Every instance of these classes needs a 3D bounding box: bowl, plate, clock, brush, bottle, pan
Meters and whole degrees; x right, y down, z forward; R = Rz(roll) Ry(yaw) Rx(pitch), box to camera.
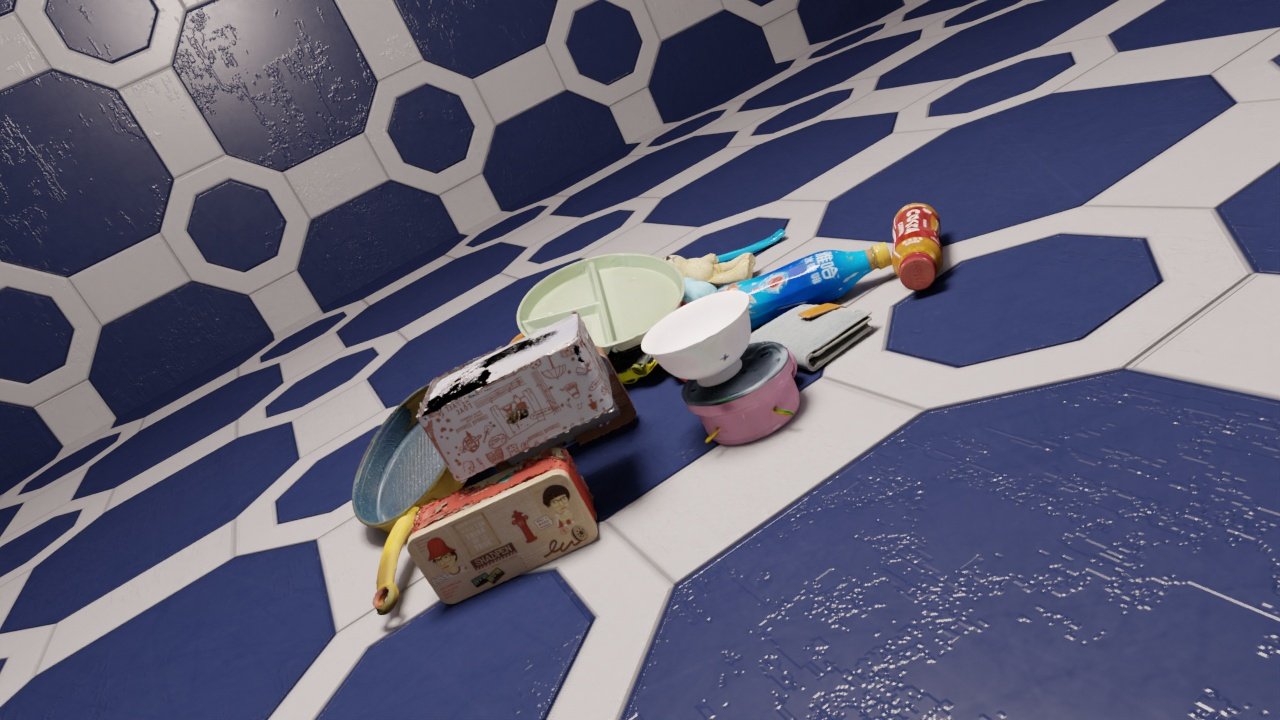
[{"bbox_3d":[0.067,-0.014,0.924,0.118,0.065,0.118,-25,21,10],"label":"bowl"},{"bbox_3d":[-0.052,-0.074,1.223,0.230,0.027,0.229,-9,36,6],"label":"plate"},{"bbox_3d":[0.109,0.027,0.957,0.117,0.060,0.158,-21,22,17],"label":"clock"},{"bbox_3d":[0.109,-0.153,1.450,0.255,0.046,0.083,-21,16,3],"label":"brush"},{"bbox_3d":[0.329,-0.134,1.091,0.058,0.057,0.174,-17,22,24],"label":"bottle"},{"bbox_3d":[0.202,-0.093,1.137,0.219,0.065,0.065,-19,21,16],"label":"bottle"},{"bbox_3d":[-0.262,0.154,1.035,0.198,0.078,0.357,-40,36,15],"label":"pan"}]

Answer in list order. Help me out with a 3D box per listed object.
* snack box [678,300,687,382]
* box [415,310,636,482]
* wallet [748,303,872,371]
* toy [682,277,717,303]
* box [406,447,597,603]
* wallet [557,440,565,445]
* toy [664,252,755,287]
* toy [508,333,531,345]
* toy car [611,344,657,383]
[{"bbox_3d":[0.053,-0.029,1.171,0.075,0.025,0.153,-53,19,6],"label":"snack box"},{"bbox_3d":[-0.114,0.044,0.968,0.179,0.134,0.270,-25,-13,3],"label":"box"},{"bbox_3d":[0.189,-0.034,1.045,0.106,0.037,0.130,-33,21,-18],"label":"wallet"},{"bbox_3d":[0.016,-0.093,1.301,0.156,0.050,0.161,-14,23,-24],"label":"toy"},{"bbox_3d":[-0.132,0.153,0.889,0.168,0.091,0.076,-25,23,3],"label":"box"},{"bbox_3d":[-0.111,0.057,1.136,0.090,0.033,0.115,-23,40,7],"label":"wallet"},{"bbox_3d":[0.097,-0.133,1.363,0.157,0.066,0.104,-2,49,30],"label":"toy"},{"bbox_3d":[-0.121,-0.031,1.305,0.140,0.130,0.199,-14,43,20],"label":"toy"},{"bbox_3d":[-0.007,0.007,1.173,0.105,0.032,0.048,-20,32,52],"label":"toy car"}]
